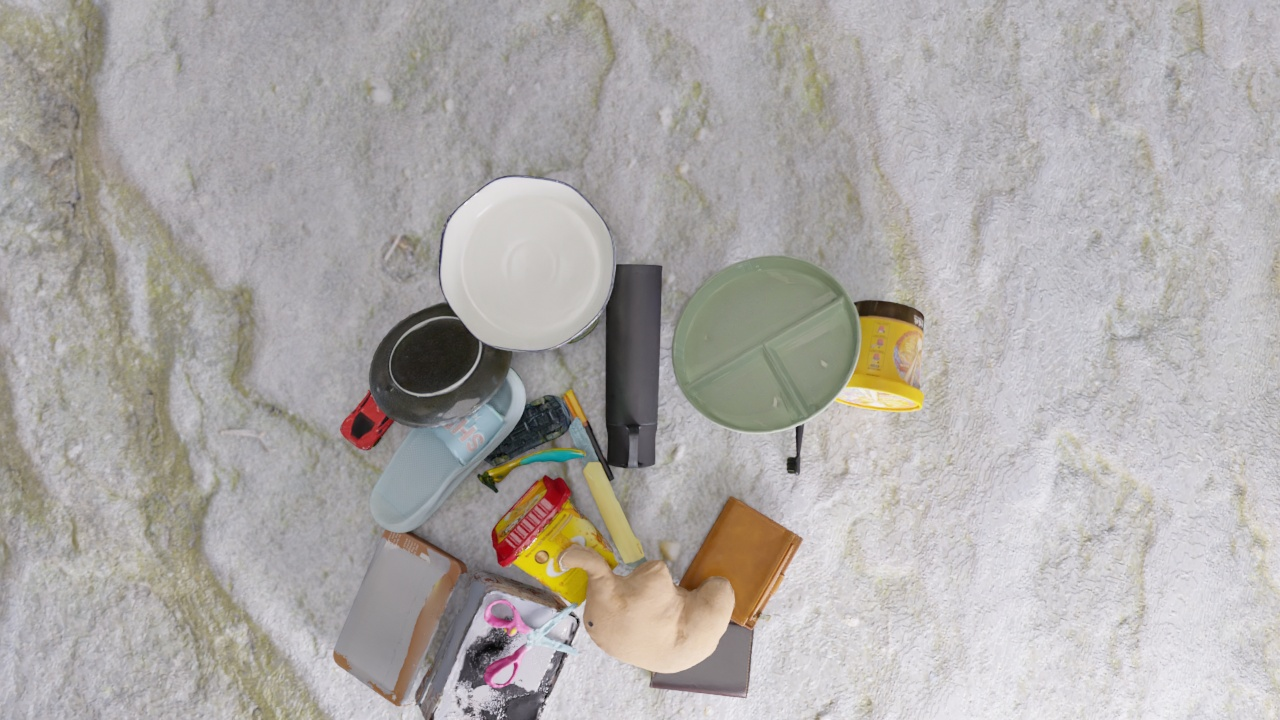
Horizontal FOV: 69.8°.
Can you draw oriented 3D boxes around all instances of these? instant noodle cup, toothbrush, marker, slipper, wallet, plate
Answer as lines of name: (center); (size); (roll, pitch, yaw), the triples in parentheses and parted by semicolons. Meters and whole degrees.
instant noodle cup: (0.289, -0.005, 1.115); (0.118, 0.118, 0.114); (12, 78, -2)
instant noodle cup: (-0.098, 0.217, 1.088); (0.123, 0.116, 0.116); (44, 85, -11)
toothbrush: (0.201, 0.037, 1.150); (0.027, 0.026, 0.212); (4, 87, 32)
marker: (-0.064, 0.093, 1.137); (0.015, 0.018, 0.124); (-27, 89, -5)
slipper: (-0.240, 0.096, 1.089); (0.104, 0.074, 0.245); (38, 89, 26)
wallet: (0.130, 0.252, 1.126); (0.119, 0.035, 0.130); (31, 85, 4)
plate: (0.150, -0.019, 1.104); (0.230, 0.027, 0.229); (-8, 67, 18)
wallet: (0.077, 0.360, 1.129); (0.122, 0.020, 0.096); (7, 81, -1)
plate: (-0.240, -0.002, 1.088); (0.179, 0.024, 0.179); (-5, 58, 8)
plate: (-0.130, -0.111, 1.068); (0.205, 0.045, 0.205); (0, 93, 6)

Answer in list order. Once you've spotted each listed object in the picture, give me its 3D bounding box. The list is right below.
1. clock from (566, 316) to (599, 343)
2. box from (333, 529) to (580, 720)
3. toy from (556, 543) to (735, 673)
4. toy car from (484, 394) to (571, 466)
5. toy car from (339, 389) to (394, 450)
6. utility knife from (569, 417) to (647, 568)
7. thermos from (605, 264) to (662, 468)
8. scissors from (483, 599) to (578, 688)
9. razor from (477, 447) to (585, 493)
clock: (-0.113, -0.095, 1.118); (0.116, 0.056, 0.161); (-37, 90, 7)
box: (-0.220, 0.325, 1.071); (0.271, 0.133, 0.179); (23, 86, 4)
toy: (-0.002, 0.286, 1.051); (0.226, 0.082, 0.143); (22, 101, -22)
toy car: (-0.144, 0.086, 1.126); (0.121, 0.036, 0.054); (-26, 87, 6)
toy car: (-0.320, 0.059, 1.122); (0.049, 0.031, 0.106); (40, 84, -1)
utility knife: (-0.042, 0.166, 1.120); (0.031, 0.021, 0.208); (-24, 103, 0)
thermos: (-0.007, 0.006, 1.098); (0.068, 0.090, 0.242); (0, 93, -8)
scissors: (-0.126, 0.317, 1.029); (0.133, 0.017, 0.131); (30, 81, -27)
razor: (-0.129, 0.126, 1.110); (0.133, 0.043, 0.028); (-18, 59, 9)
